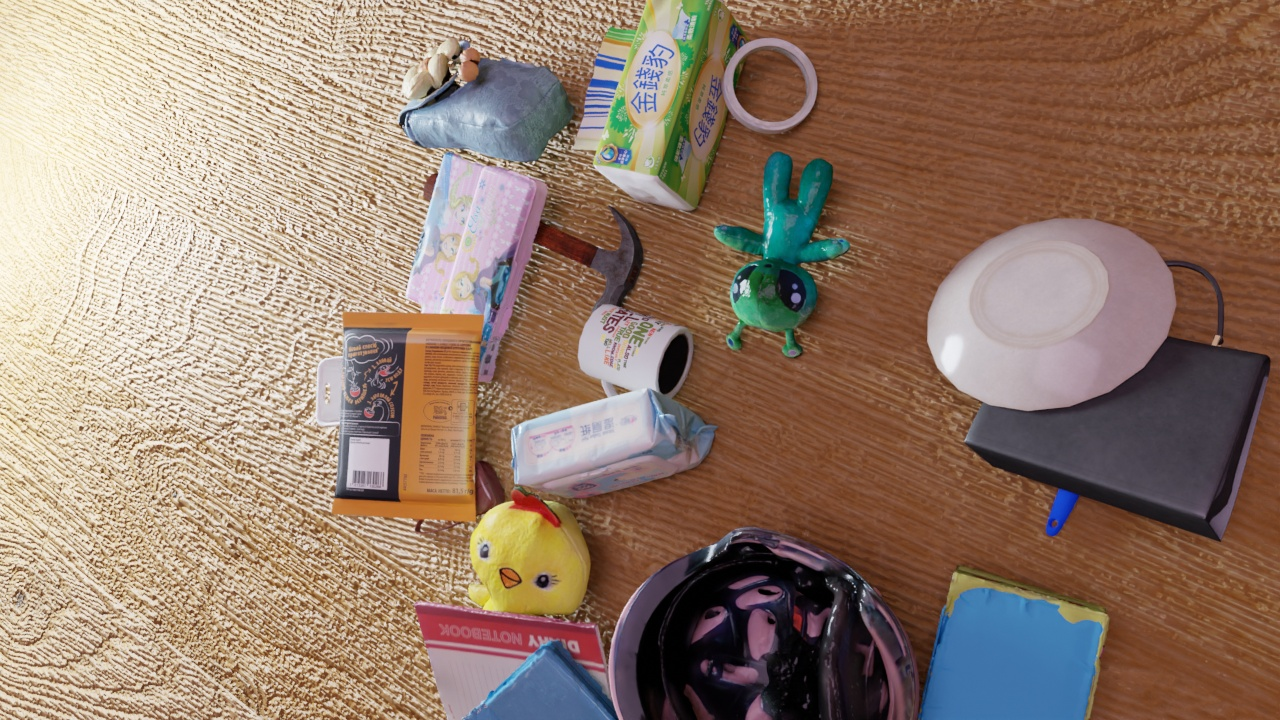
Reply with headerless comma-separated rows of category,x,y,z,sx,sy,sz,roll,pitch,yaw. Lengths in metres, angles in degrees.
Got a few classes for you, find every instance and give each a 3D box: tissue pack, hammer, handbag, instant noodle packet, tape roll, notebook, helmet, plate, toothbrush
tissue pack,-0.026,0.084,0.883,0.182,0.112,0.070,-16,66,22
hammer,-0.127,-0.148,1.017,0.301,0.028,0.111,26,94,26
handbag,0.382,0.011,0.713,0.176,0.072,0.195,19,82,44
instant noodle packet,-0.249,0.058,0.985,0.160,0.032,0.220,2,87,9
handbag,-0.204,0.160,1.005,0.120,0.029,0.055,-34,71,22
tape roll,0.127,-0.270,0.901,0.093,0.013,0.093,0,86,-4
handbag,-0.177,-0.289,1.005,0.192,0.119,0.121,17,59,29
notebook,-0.122,0.312,0.907,0.209,0.012,0.153,-1,111,25
helmet,0.108,0.265,0.765,0.256,0.152,0.229,-2,69,28
plate,0.325,-0.047,0.746,0.189,0.027,0.188,-20,48,24
tissue pack,0.006,-0.267,0.931,0.141,0.120,0.197,17,82,27
toothbrush,0.373,0.060,0.754,0.016,0.018,0.182,25,93,47

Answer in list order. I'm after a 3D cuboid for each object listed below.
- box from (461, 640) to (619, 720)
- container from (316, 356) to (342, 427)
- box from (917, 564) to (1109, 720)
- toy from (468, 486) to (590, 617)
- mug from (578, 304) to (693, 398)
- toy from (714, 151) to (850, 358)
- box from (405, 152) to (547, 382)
box,-0.065,0.398,0.854,0.231,0.033,0.175,46,103,3
container,-0.307,0.035,1.057,0.129,0.049,0.080,-7,79,24
box,0.284,0.285,0.726,0.124,0.081,0.221,11,83,23
toy,-0.114,0.222,0.920,0.134,0.092,0.208,25,103,24
mug,-0.005,0.005,0.915,0.090,0.073,0.105,19,115,26
toy,0.134,-0.097,0.868,0.131,0.072,0.193,15,97,28
box,-0.199,-0.108,1.022,0.159,0.035,0.230,25,102,30
